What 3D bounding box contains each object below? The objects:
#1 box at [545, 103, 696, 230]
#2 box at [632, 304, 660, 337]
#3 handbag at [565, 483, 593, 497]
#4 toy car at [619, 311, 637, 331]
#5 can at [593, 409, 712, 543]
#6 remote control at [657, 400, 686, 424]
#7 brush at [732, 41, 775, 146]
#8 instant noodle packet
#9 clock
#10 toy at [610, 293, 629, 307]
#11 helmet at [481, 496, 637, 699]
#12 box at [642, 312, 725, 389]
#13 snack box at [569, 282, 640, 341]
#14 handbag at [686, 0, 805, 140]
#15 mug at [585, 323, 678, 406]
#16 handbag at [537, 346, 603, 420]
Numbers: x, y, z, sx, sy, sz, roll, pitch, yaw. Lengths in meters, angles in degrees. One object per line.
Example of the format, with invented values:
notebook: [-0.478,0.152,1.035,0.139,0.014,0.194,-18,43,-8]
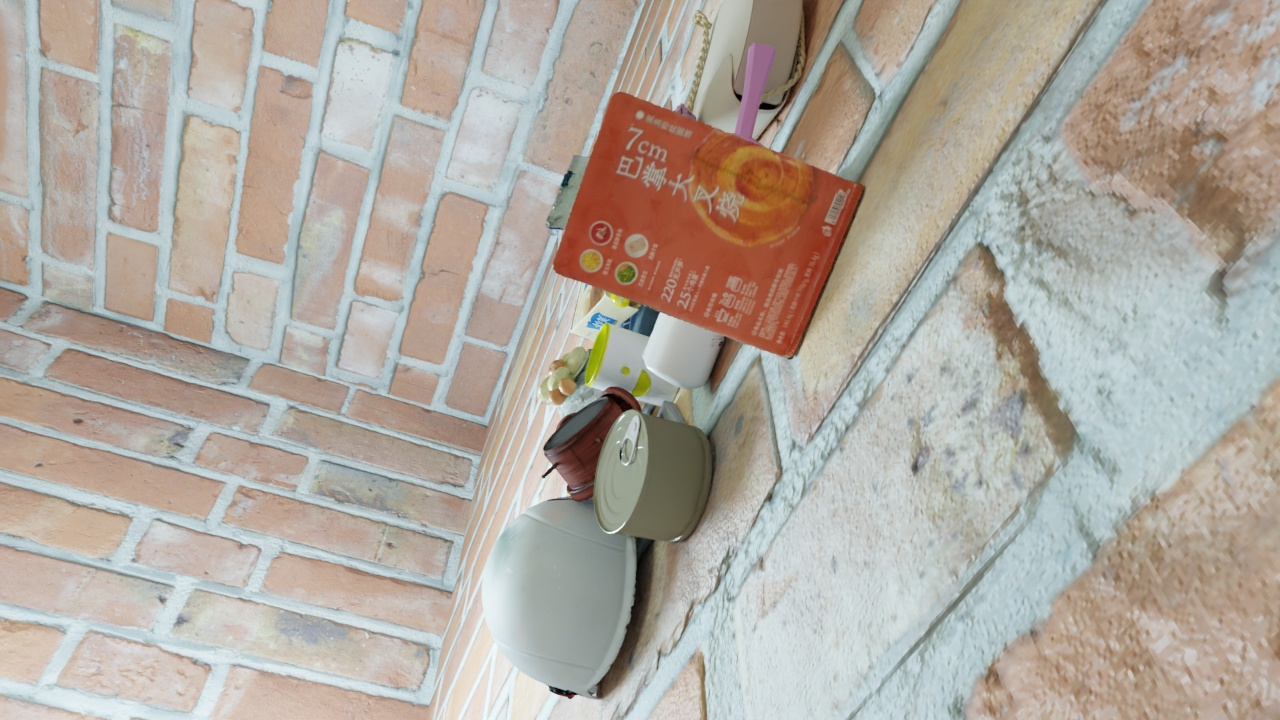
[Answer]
box: [-0.010,-0.207,1.054,0.229,0.159,0.066,-78,-32,-52]
box: [0.022,-0.076,1.287,0.120,0.049,0.209,98,-173,-81]
handbag: [-0.068,0.169,1.324,0.109,0.060,0.171,136,149,-58]
toy car: [-0.004,-0.084,1.370,0.055,0.056,0.153,-4,74,57]
can: [0.011,0.120,0.943,0.128,0.073,0.127,-46,36,49]
remote control: [0.031,0.101,1.059,0.151,0.019,0.074,-118,47,-73]
brush: [0.105,-0.229,0.998,0.043,0.089,0.228,174,109,-82]
instant noodle packet: [0.052,-0.114,0.784,0.084,0.221,0.164,-113,42,-69]
clock: [-0.053,0.095,1.095,0.121,0.072,0.157,-34,12,21]
toy: [0.018,-0.102,1.164,0.097,0.124,0.131,-38,7,14]
helmet: [-0.102,0.267,1.092,0.264,0.163,0.236,176,109,-76]
box: [0.033,-0.056,1.011,0.083,0.144,0.137,-5,-57,-57]
snack box: [-0.034,-0.145,1.307,0.154,0.055,0.207,142,143,-61]
handbag: [0.118,-0.361,1.112,0.211,0.103,0.208,137,144,-69]
mug: [-0.007,0.007,1.151,0.082,0.106,0.082,-164,91,-78]
handbag: [-0.074,0.055,1.242,0.112,0.123,0.171,-49,28,10]
